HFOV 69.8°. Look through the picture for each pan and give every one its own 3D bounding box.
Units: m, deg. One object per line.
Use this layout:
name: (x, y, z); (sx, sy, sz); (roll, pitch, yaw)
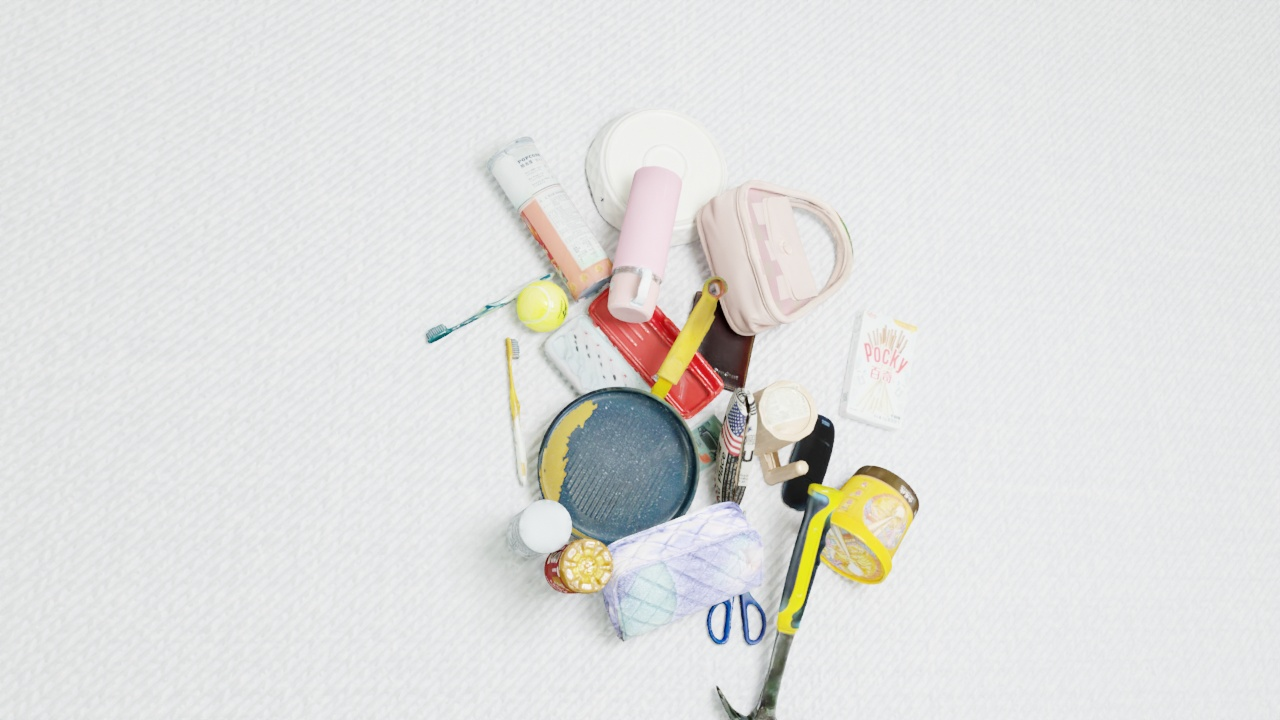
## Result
pan: (0.011, 0.060, 1.117); (0.197, 0.078, 0.357); (28, 85, -2)

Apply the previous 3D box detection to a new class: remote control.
remote control: (0.227, 0.134, 1.224); (0.053, 0.024, 0.136); (24, 72, -9)
remote control: (0.058, 0.127, 1.185); (0.135, 0.019, 0.056); (-33, 86, -19)

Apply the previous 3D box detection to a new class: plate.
plate: (0.029, -0.259, 1.262); (0.204, 0.046, 0.204); (3, 76, -14)

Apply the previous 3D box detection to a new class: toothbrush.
toothbrush: (-0.189, -0.072, 1.175); (0.191, 0.016, 0.018); (-31, 75, -19)
toothbrush: (-0.153, 0.063, 1.151); (0.018, 0.016, 0.191); (-2, 76, -24)

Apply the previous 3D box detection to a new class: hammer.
hammer: (0.180, 0.307, 1.111); (0.126, 0.032, 0.323); (13, 94, -10)

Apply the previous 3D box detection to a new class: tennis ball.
tennis ball: (-0.124, -0.068, 1.163); (0.065, 0.066, 0.065); (3, 75, -14)

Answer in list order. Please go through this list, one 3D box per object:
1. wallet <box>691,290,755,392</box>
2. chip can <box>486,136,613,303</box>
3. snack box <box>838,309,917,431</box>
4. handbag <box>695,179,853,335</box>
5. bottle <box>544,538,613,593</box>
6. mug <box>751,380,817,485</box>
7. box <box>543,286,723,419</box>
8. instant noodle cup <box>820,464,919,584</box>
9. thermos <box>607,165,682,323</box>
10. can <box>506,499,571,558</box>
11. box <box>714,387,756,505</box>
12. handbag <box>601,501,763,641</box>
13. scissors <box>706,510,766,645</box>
wallet: (0.106, -0.024, 1.237); (0.096, 0.020, 0.122); (16, 75, -10)
chip can: (-0.113, -0.182, 1.192); (0.071, 0.071, 0.214); (-32, 86, -19)
snack box: (0.332, 0.013, 1.280); (0.084, 0.027, 0.156); (17, 74, -9)
handbag: (0.202, -0.148, 1.249); (0.233, 0.094, 0.193); (-15, 89, -36)
bottle: (-0.075, 0.235, 1.041); (0.057, 0.175, 0.057); (3, 75, -13)
mug: (0.174, 0.094, 1.179); (0.084, 0.104, 0.124); (-9, 78, -16)
box: (-0.008, 0.008, 1.184); (0.161, 0.058, 0.201); (-41, 88, -9)
instant noodle cup: (0.289, 0.206, 1.178); (0.118, 0.119, 0.114); (44, 62, 0)
thermos: (0.007, -0.149, 1.153); (0.067, 0.087, 0.198); (17, 68, -12)
can: (-0.119, 0.196, 1.055); (0.058, 0.147, 0.058); (3, 75, -13)
box: (0.121, 0.113, 1.147); (0.052, 0.068, 0.164); (-4, 116, -22)
handbag: (0.049, 0.250, 1.095); (0.193, 0.134, 0.075); (-17, 37, -13)
scissors: (0.113, 0.277, 1.166); (0.132, 0.012, 0.172); (-24, 81, -18)
